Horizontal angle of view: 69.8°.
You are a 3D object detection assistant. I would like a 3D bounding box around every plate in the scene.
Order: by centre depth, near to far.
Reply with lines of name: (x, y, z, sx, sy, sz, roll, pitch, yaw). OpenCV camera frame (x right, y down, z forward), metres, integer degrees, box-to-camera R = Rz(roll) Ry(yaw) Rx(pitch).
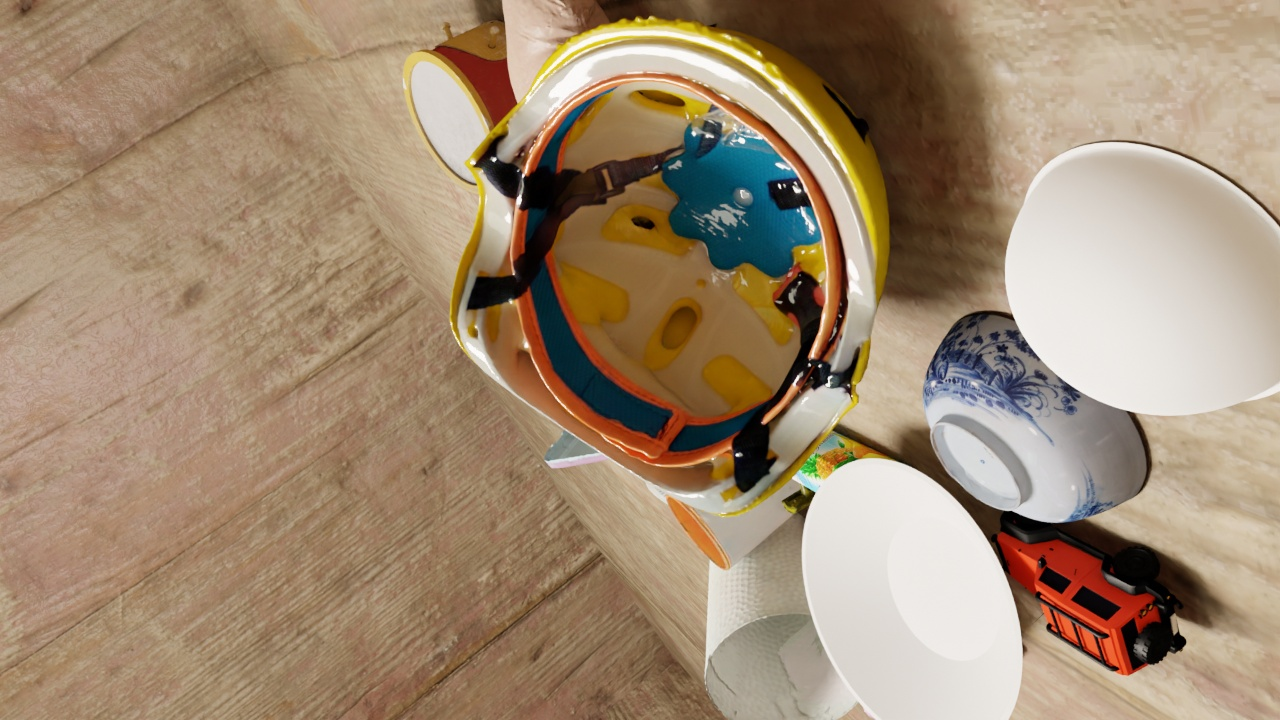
plate: (0.169, 0.142, 0.555, 0.174, 0.036, 0.174, 25, 119, 57)

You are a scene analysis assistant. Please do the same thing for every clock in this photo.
clock: (-0.117, -0.192, 0.745, 0.117, 0.081, 0.159, 24, 141, 43)

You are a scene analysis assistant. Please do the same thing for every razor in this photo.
razor: (0.119, 0.067, 0.731, 0.106, 0.042, 0.026, 67, 166, -15)

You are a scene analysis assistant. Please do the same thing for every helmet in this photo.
helmet: (0.031, -0.061, 0.456, 0.209, 0.139, 0.241, 32, 129, 10)

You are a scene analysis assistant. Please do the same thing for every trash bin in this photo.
trash bin: (0.118, 0.217, 0.806, 0.133, 0.133, 0.161, 59, -166, -23)

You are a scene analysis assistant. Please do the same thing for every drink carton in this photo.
drink carton: (0.139, 0.075, 0.650, 0.129, 0.044, 0.038, 27, 151, 58)

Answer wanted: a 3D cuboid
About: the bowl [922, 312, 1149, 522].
bowl: (0.172, 0.036, 0.433, 0.114, 0.045, 0.114, 49, 166, 16)

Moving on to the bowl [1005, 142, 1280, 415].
bowl: (0.168, -0.018, 0.324, 0.110, 0.040, 0.110, 49, 166, 16)

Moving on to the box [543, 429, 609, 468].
box: (0.007, 0.007, 0.661, 0.062, 0.140, 0.215, 17, 159, -35)

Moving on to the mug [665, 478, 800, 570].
mug: (0.087, 0.116, 0.789, 0.082, 0.105, 0.082, 49, 166, 17)

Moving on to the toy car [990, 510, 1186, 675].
toy car: (0.220, 0.114, 0.462, 0.100, 0.048, 0.051, 31, 155, 58)

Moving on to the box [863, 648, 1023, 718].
box: (0.230, 0.228, 0.692, 0.091, 0.084, 0.231, 18, 154, 16)

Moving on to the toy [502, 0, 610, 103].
toy: (-0.055, -0.141, 0.600, 0.196, 0.065, 0.265, 65, 160, 14)

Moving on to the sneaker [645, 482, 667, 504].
sneaker: (0.095, 0.147, 0.914, 0.242, 0.090, 0.090, 46, -159, -19)
